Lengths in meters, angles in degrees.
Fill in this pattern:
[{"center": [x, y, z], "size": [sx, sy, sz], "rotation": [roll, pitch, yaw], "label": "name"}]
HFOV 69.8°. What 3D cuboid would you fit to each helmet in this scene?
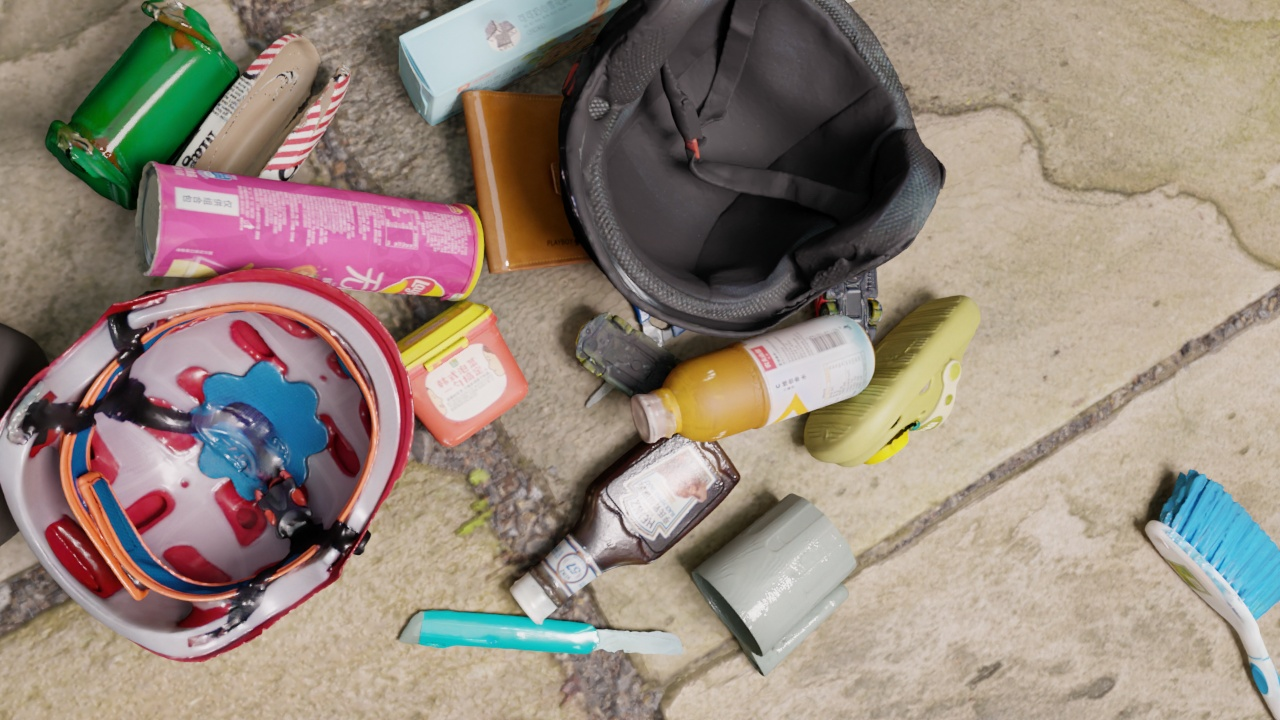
[{"center": [0.056, -0.142, 0.641], "size": [0.233, 0.230, 0.274], "rotation": [42, 77, -14], "label": "helmet"}, {"center": [-0.259, 0.052, 0.596], "size": [0.240, 0.144, 0.207], "rotation": [-40, 100, -8], "label": "helmet"}]

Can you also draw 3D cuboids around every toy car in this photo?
[{"center": [-0.004, 0.004, 0.714], "size": [0.105, 0.032, 0.048], "rotation": [35, 86, -14], "label": "toy car"}, {"center": [0.168, -0.071, 0.765], "size": [0.053, 0.045, 0.120], "rotation": [-2, 94, -16], "label": "toy car"}]

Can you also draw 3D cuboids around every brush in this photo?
[{"center": [0.577, 0.242, 0.862], "size": [0.314, 0.060, 0.109], "rotation": [44, 84, -12], "label": "brush"}]

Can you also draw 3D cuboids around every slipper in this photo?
[{"center": [0.221, 0.026, 0.755], "size": [0.190, 0.092, 0.081], "rotation": [-45, 101, -15], "label": "slipper"}]

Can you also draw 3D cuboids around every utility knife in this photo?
[{"center": [-0.072, 0.214, 0.710], "size": [0.221, 0.013, 0.029], "rotation": [8, 85, -12], "label": "utility knife"}]

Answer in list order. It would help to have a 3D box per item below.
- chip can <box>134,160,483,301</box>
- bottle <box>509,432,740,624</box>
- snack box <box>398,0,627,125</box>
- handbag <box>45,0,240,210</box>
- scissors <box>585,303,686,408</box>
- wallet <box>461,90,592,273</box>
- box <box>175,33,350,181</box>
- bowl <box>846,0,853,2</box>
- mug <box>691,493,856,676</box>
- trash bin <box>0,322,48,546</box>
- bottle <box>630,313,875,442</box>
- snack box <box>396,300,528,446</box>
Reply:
[{"center": [-0.214, -0.082, 0.613], "size": [0.210, 0.072, 0.071], "rotation": [2, 87, -38], "label": "chip can"}, {"center": [-0.015, 0.127, 0.713], "size": [0.194, 0.044, 0.080], "rotation": [-39, 102, -12], "label": "bottle"}, {"center": [-0.095, -0.243, 0.686], "size": [0.174, 0.074, 0.051], "rotation": [-32, 97, -13], "label": "snack box"}, {"center": [-0.327, -0.171, 0.601], "size": [0.068, 0.120, 0.131], "rotation": [37, 78, -17], "label": "handbag"}, {"center": [0.016, -0.029, 0.741], "size": [0.162, 0.012, 0.176], "rotation": [-23, 96, -13], "label": "scissors"}, {"center": [-0.075, -0.136, 0.696], "size": [0.118, 0.035, 0.130], "rotation": [-13, 97, -40], "label": "wallet"}, {"center": [-0.276, -0.157, 0.642], "size": [0.081, 0.075, 0.163], "rotation": [35, 83, -23], "label": "box"}, {"center": [0.149, -0.345, 0.759], "size": [0.113, 0.062, 0.113], "rotation": [0, 89, -16], "label": "bowl"}, {"center": [0.113, 0.181, 0.733], "size": [0.103, 0.084, 0.124], "rotation": [-38, 124, -14], "label": "mug"}, {"center": [-0.457, 0.046, 0.509], "size": [0.199, 0.220, 0.198], "rotation": [6, 86, -15], "label": "trash bin"}, {"center": [0.085, 0.017, 0.694], "size": [0.189, 0.068, 0.068], "rotation": [-17, 93, -19], "label": "bottle"}, {"center": [-0.134, 0.011, 0.668], "size": [0.091, 0.082, 0.080], "rotation": [-35, 107, -13], "label": "snack box"}]
